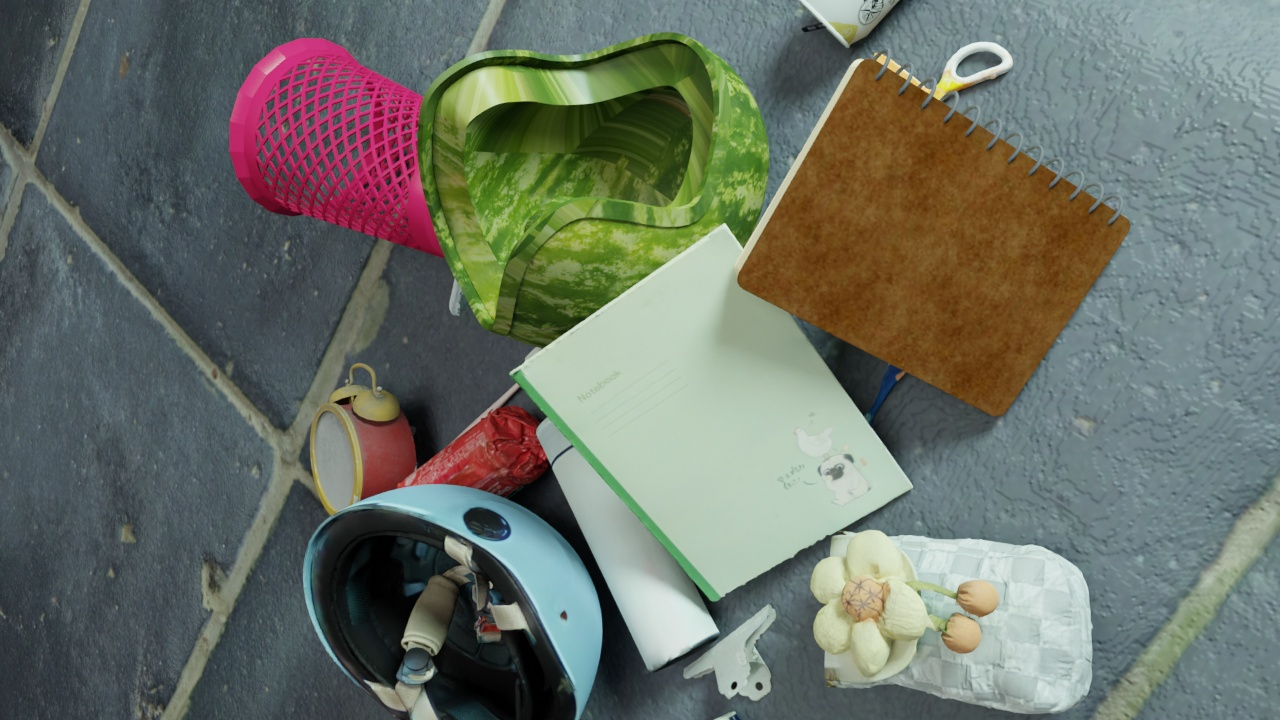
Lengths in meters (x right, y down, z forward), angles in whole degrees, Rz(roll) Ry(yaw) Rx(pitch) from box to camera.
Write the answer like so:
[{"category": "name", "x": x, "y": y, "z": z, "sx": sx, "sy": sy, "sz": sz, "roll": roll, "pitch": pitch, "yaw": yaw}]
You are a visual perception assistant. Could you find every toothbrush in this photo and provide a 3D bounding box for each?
[{"category": "toothbrush", "x": -0.152, "y": 0.050, "z": 0.904, "sx": 0.181, "sy": 0.015, "sz": 0.018, "roll": -44, "pitch": 59, "yaw": 22}, {"category": "toothbrush", "x": 0.194, "y": 0.004, "z": 0.686, "sx": 0.021, "sy": 0.017, "sz": 0.135, "roll": 41, "pitch": 108, "yaw": 34}]

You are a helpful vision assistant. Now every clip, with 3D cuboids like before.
[{"category": "clip", "x": 0.077, "y": 0.246, "z": 0.737, "sx": 0.102, "sy": 0.038, "sz": 0.054, "roll": -45, "pitch": 52, "yaw": 22}]

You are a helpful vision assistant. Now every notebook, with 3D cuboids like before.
[{"category": "notebook", "x": 0.056, "y": 0.051, "z": 0.658, "sx": 0.182, "sy": 0.010, "sz": 0.252, "roll": -33, "pitch": 112, "yaw": 14}, {"category": "notebook", "x": 0.194, "y": -0.077, "z": 0.601, "sx": 0.168, "sy": 0.225, "sz": 0.024, "roll": -61, "pitch": 18, "yaw": 14}]

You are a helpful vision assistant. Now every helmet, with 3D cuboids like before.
[{"category": "helmet", "x": -0.024, "y": -0.120, "z": 0.704, "sx": 0.213, "sy": 0.246, "sz": 0.244, "roll": 56, "pitch": 157, "yaw": 30}, {"category": "helmet", "x": -0.153, "y": 0.211, "z": 0.789, "sx": 0.265, "sy": 0.166, "sz": 0.226, "roll": 35, "pitch": 115, "yaw": 3}]

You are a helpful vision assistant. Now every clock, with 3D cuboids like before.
[{"category": "clock", "x": -0.277, "y": 0.081, "z": 0.939, "sx": 0.117, "sy": 0.081, "sz": 0.159, "roll": 6, "pitch": 99, "yaw": 49}]

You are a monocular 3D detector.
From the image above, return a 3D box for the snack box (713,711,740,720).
[{"category": "snack box", "x": 0.091, "y": 0.371, "z": 0.672, "sx": 0.058, "sy": 0.104, "sz": 0.208, "roll": -49, "pitch": 64, "yaw": 19}]

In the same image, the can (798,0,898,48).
[{"category": "can", "x": 0.173, "y": -0.295, "z": 0.694, "sx": 0.128, "sy": 0.064, "sz": 0.064, "roll": -45, "pitch": 65, "yaw": 21}]

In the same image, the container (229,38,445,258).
[{"category": "container", "x": -0.252, "y": -0.195, "z": 0.904, "sx": 0.226, "sy": 0.183, "sz": 0.183, "roll": 25, "pitch": 99, "yaw": 24}]

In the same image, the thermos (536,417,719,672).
[{"category": "thermos", "x": -0.014, "y": 0.144, "z": 0.780, "sx": 0.068, "sy": 0.067, "sz": 0.230, "roll": -39, "pitch": 68, "yaw": 24}]

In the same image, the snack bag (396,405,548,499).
[{"category": "snack bag", "x": -0.161, "y": 0.109, "z": 0.866, "sx": 0.177, "sy": 0.082, "sz": 0.082, "roll": -37, "pitch": 68, "yaw": 26}]

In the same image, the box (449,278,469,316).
[{"category": "box", "x": -0.134, "y": -0.139, "z": 0.833, "sx": 0.108, "sy": 0.109, "sz": 0.217, "roll": 38, "pitch": 115, "yaw": 44}]

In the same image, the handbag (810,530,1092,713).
[{"category": "handbag", "x": 0.202, "y": 0.170, "z": 0.607, "sx": 0.172, "sy": 0.123, "sz": 0.112, "roll": -2, "pitch": 70, "yaw": 31}]

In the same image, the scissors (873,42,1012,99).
[{"category": "scissors", "x": 0.221, "y": -0.196, "z": 0.688, "sx": 0.129, "sy": 0.011, "sz": 0.125, "roll": -45, "pitch": 67, "yaw": 20}]
